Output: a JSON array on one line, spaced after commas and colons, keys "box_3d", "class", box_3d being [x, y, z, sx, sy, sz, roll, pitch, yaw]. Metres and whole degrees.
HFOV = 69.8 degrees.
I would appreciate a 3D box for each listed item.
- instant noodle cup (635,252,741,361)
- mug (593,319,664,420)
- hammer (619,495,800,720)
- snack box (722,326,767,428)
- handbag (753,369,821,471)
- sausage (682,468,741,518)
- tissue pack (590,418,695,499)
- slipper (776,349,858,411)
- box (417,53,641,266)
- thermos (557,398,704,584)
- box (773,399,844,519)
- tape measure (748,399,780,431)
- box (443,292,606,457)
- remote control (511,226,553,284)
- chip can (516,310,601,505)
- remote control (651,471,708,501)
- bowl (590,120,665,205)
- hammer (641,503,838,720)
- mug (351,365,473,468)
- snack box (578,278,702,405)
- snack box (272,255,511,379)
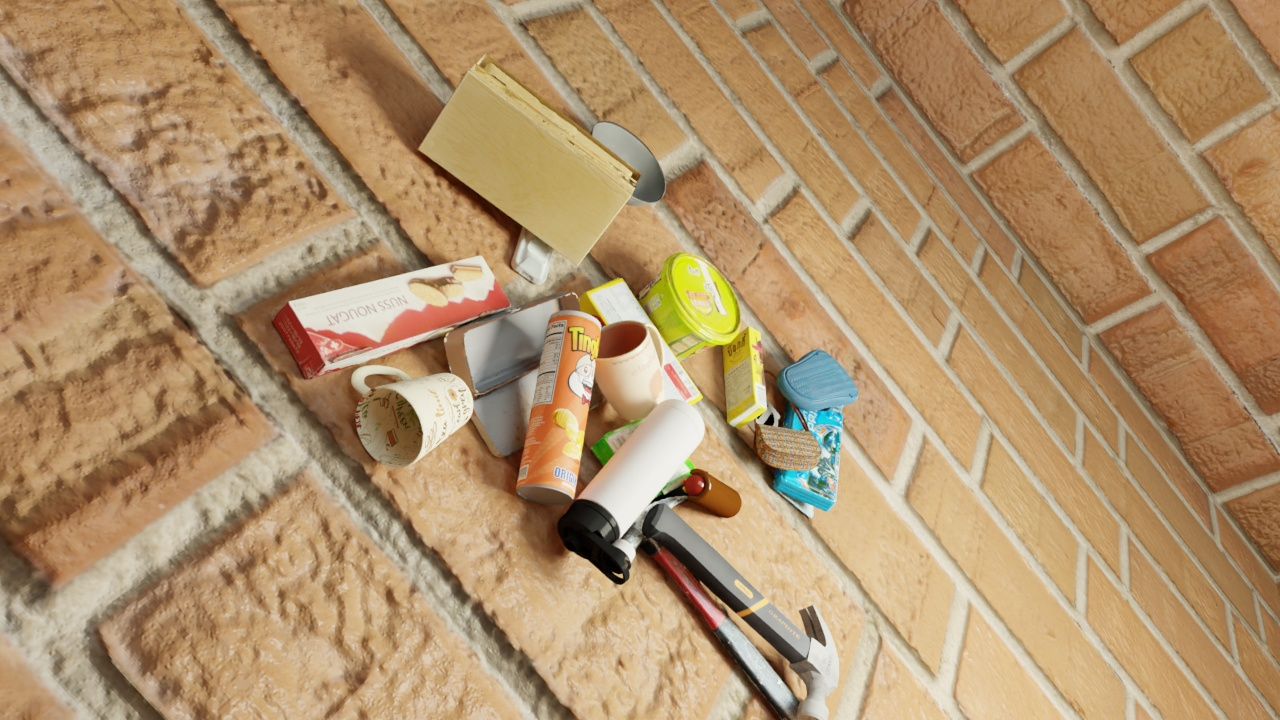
[{"box_3d": [0.061, -0.070, 1.296, 0.146, 0.098, 0.146, 28, 44, -31], "class": "instant noodle cup"}, {"box_3d": [-0.007, 0.007, 1.125, 0.111, 0.085, 0.104, -50, 132, -39], "class": "mug"}, {"box_3d": [0.097, 0.303, 1.089, 0.326, 0.037, 0.140, 52, 38, -3], "class": "hammer"}, {"box_3d": [0.153, 0.024, 1.353, 0.025, 0.061, 0.148, 27, 44, -28], "class": "snack box"}, {"box_3d": [0.198, 0.085, 1.345, 0.093, 0.043, 0.195, 9, 38, -16], "class": "handbag"}, {"box_3d": [0.090, 0.167, 1.144, 0.155, 0.040, 0.040, 39, 30, -63], "class": "sausage"}, {"box_3d": [0.007, 0.121, 1.120, 0.113, 0.034, 0.099, -22, 74, -44], "class": "tissue pack"}, {"box_3d": [0.269, 0.041, 1.402, 0.104, 0.059, 0.213, 48, 30, 17], "class": "slipper"}, {"box_3d": [-0.134, -0.262, 1.180, 0.248, 0.141, 0.148, 36, 36, -12], "class": "box"}, {"box_3d": [0.004, 0.141, 1.029, 0.101, 0.069, 0.229, 28, 48, 18], "class": "thermos"}, {"box_3d": [0.254, 0.126, 1.403, 0.091, 0.066, 0.242, 24, 42, -4], "class": "box"}, {"box_3d": [0.180, 0.081, 1.374, 0.064, 0.017, 0.064, 51, 36, -3], "class": "tape measure"}, {"box_3d": [-0.125, 0.011, 1.067, 0.215, 0.063, 0.157, -29, 92, -54], "class": "box"}, {"box_3d": [-0.135, -0.157, 1.211, 0.050, 0.022, 0.133, 35, 40, -25], "class": "remote control"}, {"box_3d": [-0.089, 0.050, 1.018, 0.062, 0.062, 0.210, 26, 59, -33], "class": "chip can"}, {"box_3d": [0.051, 0.161, 1.171, 0.124, 0.010, 0.039, 1, 61, -47], "class": "remote control"}, {"box_3d": [-0.034, -0.289, 1.402, 0.150, 0.057, 0.150, 28, 44, -31], "class": "bowl"}, {"box_3d": [0.118, 0.284, 1.072, 0.312, 0.035, 0.139, 44, 39, -13], "class": "hammer"}, {"box_3d": [-0.234, 0.042, 0.914, 0.122, 0.081, 0.097, 32, 25, 15], "class": "mug"}, {"box_3d": [-0.006, -0.010, 1.220, 0.200, 0.042, 0.091, 56, 37, 3], "class": "snack box"}, {"box_3d": [-0.251, -0.053, 0.978, 0.272, 0.044, 0.076, -24, 80, -54], "class": "snack box"}]
